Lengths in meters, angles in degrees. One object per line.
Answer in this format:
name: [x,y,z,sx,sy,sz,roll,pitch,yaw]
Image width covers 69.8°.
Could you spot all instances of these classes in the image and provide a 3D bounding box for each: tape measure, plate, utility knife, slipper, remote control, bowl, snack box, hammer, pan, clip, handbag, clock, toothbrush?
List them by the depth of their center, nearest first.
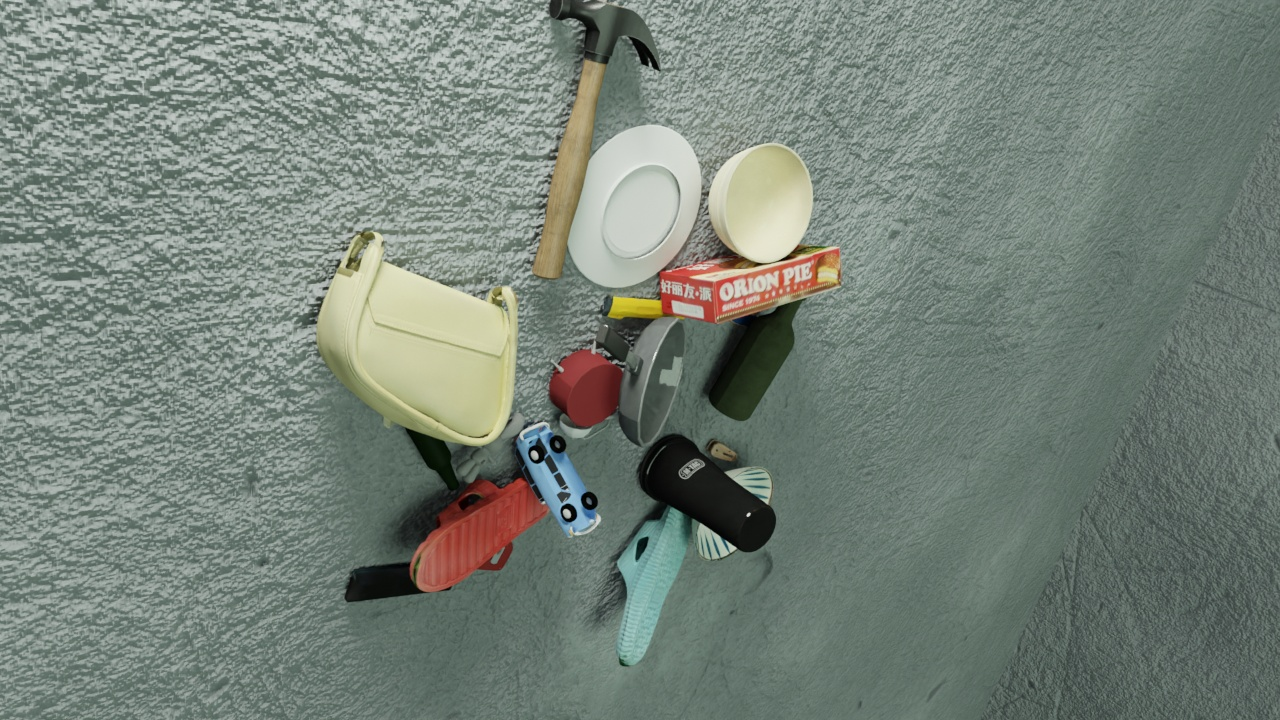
handbag: [-0.234,-0.015,0.973,0.232,0.089,0.191,23,84,-46]
hammer: [-0.067,-0.235,1.015,0.132,0.040,0.306,-1,117,-35]
plate: [-0.001,-0.184,1.128,0.208,0.015,0.209,-23,130,-30]
pan: [-0.007,0.006,1.131,0.357,0.041,0.178,43,64,-73]
remote control: [-0.299,0.283,1.168,0.150,0.022,0.047,5,113,-44]
slipper: [-0.204,0.202,1.174,0.248,0.059,0.104,-30,135,-46]
bowl: [0.144,-0.205,1.190,0.150,0.075,0.151,-9,107,-33]
clock: [-0.068,0.044,1.196,0.096,0.048,0.138,-30,133,-24]
snack box: [0.151,-0.108,1.237,0.235,0.113,0.060,-17,109,-34]
utility knife: [0.035,-0.066,1.239,0.217,0.019,0.030,3,120,-38]
tape measure: [-0.201,0.260,1.243,0.059,0.019,0.051,19,103,-47]
toothbrush: [0.178,-0.058,1.375,0.134,0.017,0.021,6,115,-44]
slipper: [0.009,0.344,1.452,0.116,0.069,0.276,36,72,-59]
clip: [0.132,0.147,1.461,0.025,0.049,0.061,-56,166,3]
bowl: [0.131,0.232,1.485,0.176,0.071,0.178,-26,133,-32]

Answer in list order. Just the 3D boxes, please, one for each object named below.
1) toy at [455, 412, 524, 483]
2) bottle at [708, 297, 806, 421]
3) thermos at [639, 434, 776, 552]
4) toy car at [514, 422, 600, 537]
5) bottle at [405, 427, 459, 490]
toy: [-0.185,0.102,1.134,0.111,0.030,0.049,-52,140,-20]
bottle: [0.177,-0.012,1.348,0.071,0.071,0.207,9,117,-45]
thermos: [0.096,0.193,1.325,0.105,0.219,0.106,-16,118,-31]
toy car: [-0.109,0.156,1.178,0.055,0.153,0.056,-34,173,38]
bottle: [-0.244,0.113,1.096,0.033,0.033,0.123,-35,136,-19]
